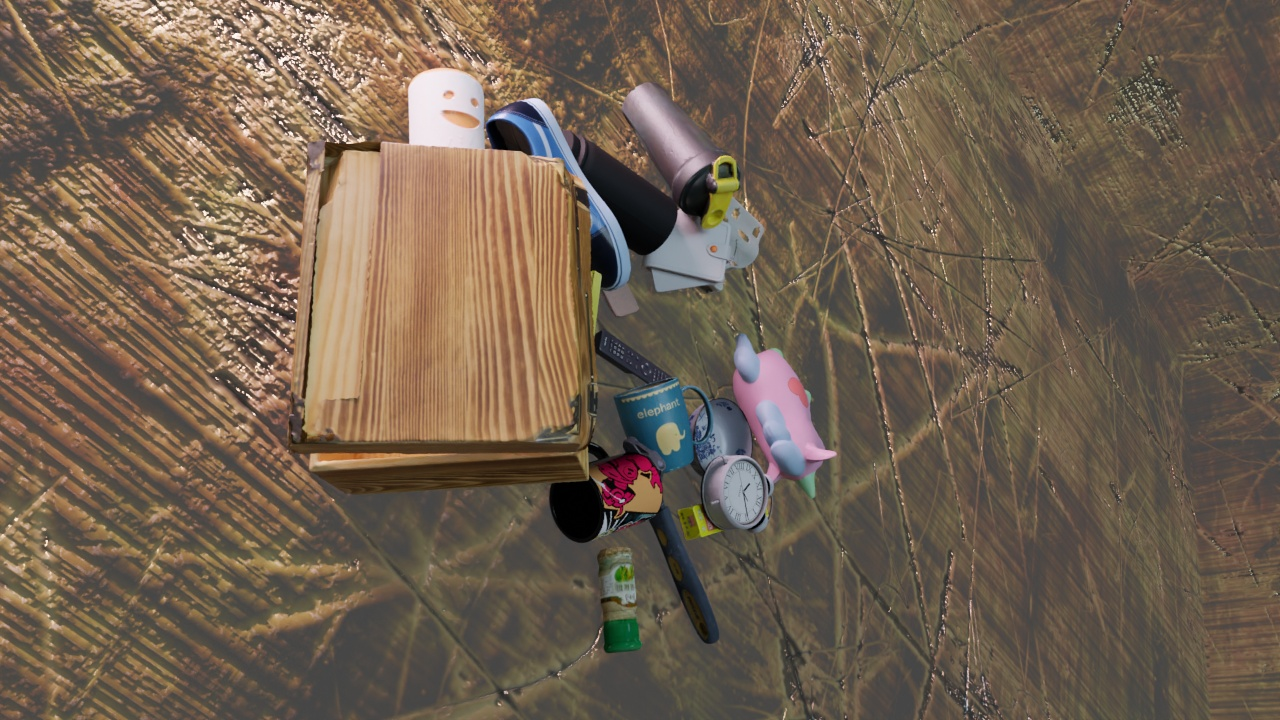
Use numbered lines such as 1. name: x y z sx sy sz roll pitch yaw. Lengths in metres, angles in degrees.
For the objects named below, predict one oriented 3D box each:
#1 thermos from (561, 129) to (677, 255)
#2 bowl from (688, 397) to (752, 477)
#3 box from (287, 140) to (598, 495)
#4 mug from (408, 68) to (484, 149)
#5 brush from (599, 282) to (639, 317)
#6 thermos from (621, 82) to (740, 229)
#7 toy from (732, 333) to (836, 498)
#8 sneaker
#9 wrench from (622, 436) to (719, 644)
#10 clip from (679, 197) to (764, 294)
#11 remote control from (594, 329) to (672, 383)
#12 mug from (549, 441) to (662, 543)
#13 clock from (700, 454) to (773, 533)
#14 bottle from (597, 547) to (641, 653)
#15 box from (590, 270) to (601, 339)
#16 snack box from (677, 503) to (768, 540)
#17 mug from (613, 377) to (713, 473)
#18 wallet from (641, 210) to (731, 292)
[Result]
1. thermos: -0.052 -0.216 1.159 0.198 0.086 0.086 29 54 -36
2. bowl: 0.092 0.107 1.193 0.114 0.045 0.114 9 78 -43
3. box: -0.158 -0.039 0.806 0.192 0.251 0.278 85 2 -67
4. mug: -0.212 -0.253 1.008 0.082 0.082 0.105 13 64 -43
5. brush: -0.049 -0.117 1.177 0.049 0.015 0.135 -22 84 -50
6. thermos: 0.055 -0.286 1.246 0.098 0.098 0.220 4 45 -46
7. toy: 0.185 0.070 1.257 0.222 0.120 0.170 57 22 -6
8. sneaker: -0.104 -0.174 1.041 0.098 0.084 0.241 -41 106 -47
9. wrench: 0.036 0.214 1.083 0.022 0.074 0.273 -33 104 -48
10. clip: 0.101 -0.167 1.337 0.126 0.101 0.152 35 79 -30
11. remote control: -0.007 0.007 1.162 0.136 0.015 0.032 35 50 -35
12. mug: -0.048 0.137 1.022 0.098 0.082 0.118 -9 52 -48
13. clock: 0.128 0.170 1.159 0.122 0.035 0.094 30 64 -36
14. bottle: -0.024 0.263 1.010 0.043 0.043 0.111 13 63 -43
15. box: -0.115 0.003 0.970 0.079 0.125 0.220 31 51 -34
16. snack box: 0.109 0.198 1.189 0.147 0.029 0.040 -4 76 -47
17. mug: 0.035 0.077 1.112 0.112 0.084 0.104 -17 92 -15
18. wallet: 0.062 -0.140 1.248 0.118 0.037 0.115 12 79 -12
